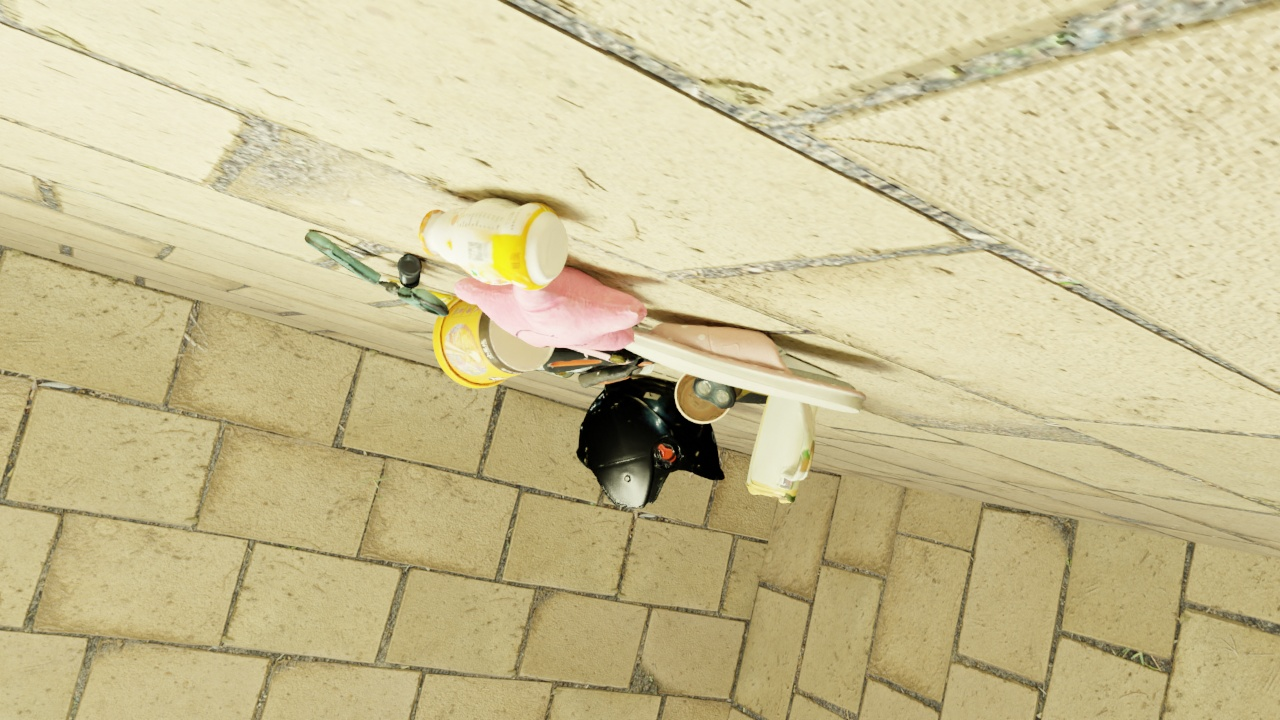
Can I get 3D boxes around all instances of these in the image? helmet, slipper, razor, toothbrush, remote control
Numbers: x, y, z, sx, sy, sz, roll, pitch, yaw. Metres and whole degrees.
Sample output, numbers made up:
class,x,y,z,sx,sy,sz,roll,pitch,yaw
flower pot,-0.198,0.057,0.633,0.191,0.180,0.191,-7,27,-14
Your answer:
class,x,y,z,sx,sy,sz,roll,pitch,yaw
helmet,0.020,0.147,1.672,0.275,0.230,0.233,3,-178,6
slipper,0.105,-0.002,0.972,0.274,0.054,0.114,16,174,9
razor,0.141,0.041,1.257,0.062,0.067,0.167,-38,150,29
toothbrush,-0.275,-0.097,1.097,0.027,0.026,0.213,55,167,-5
toothbrush,-0.259,-0.083,1.220,0.191,0.016,0.018,16,177,-18
remote control,0.173,0.010,1.080,0.135,0.020,0.056,19,172,-42

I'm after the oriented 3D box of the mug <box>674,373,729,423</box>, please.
class,x,y,z,sx,sy,sz,roll,pitch,yaw
mug,0.106,0.048,1.341,0.114,0.081,0.106,-16,175,0

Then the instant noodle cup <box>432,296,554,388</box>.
class,x,y,z,sx,sy,sz,roll,pitch,yaw
instant noodle cup,-0.169,-0.029,1.098,0.118,0.118,0.115,19,164,-37

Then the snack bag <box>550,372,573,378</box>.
class,x,y,z,sx,sy,sz,roll,pitch,yaw
snack bag,-0.192,-0.027,1.405,0.191,0.039,0.110,25,-172,26

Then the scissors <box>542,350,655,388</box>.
class,x,y,z,sx,sy,sz,roll,pitch,yaw
scissors,-0.017,0.004,1.150,0.227,0.021,0.221,4,164,-27

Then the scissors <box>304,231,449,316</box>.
class,x,y,z,sx,sy,sz,roll,pitch,yaw
scissors,-0.288,-0.091,1.029,0.170,0.019,0.171,18,165,46

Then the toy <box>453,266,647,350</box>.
class,x,y,z,sx,sy,sz,roll,pitch,yaw
toy,-0.067,-0.046,0.873,0.178,0.074,0.195,18,171,-36

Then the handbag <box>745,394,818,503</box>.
class,x,y,z,sx,sy,sz,roll,pitch,yaw
handbag,0.190,0.099,1.179,0.063,0.163,0.179,15,172,-2

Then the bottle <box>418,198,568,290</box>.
class,x,y,z,sx,sy,sz,roll,pitch,yaw
bottle,-0.109,-0.087,0.669,0.108,0.063,0.063,11,173,25

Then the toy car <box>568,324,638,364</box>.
class,x,y,z,sx,sy,sz,roll,pitch,yaw
toy car,-0.054,-0.032,1.058,0.122,0.056,0.037,18,166,-26

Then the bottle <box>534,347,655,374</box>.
class,x,y,z,sx,sy,sz,roll,pitch,yaw
bottle,-0.066,-0.005,1.237,0.194,0.044,0.080,5,162,-37
